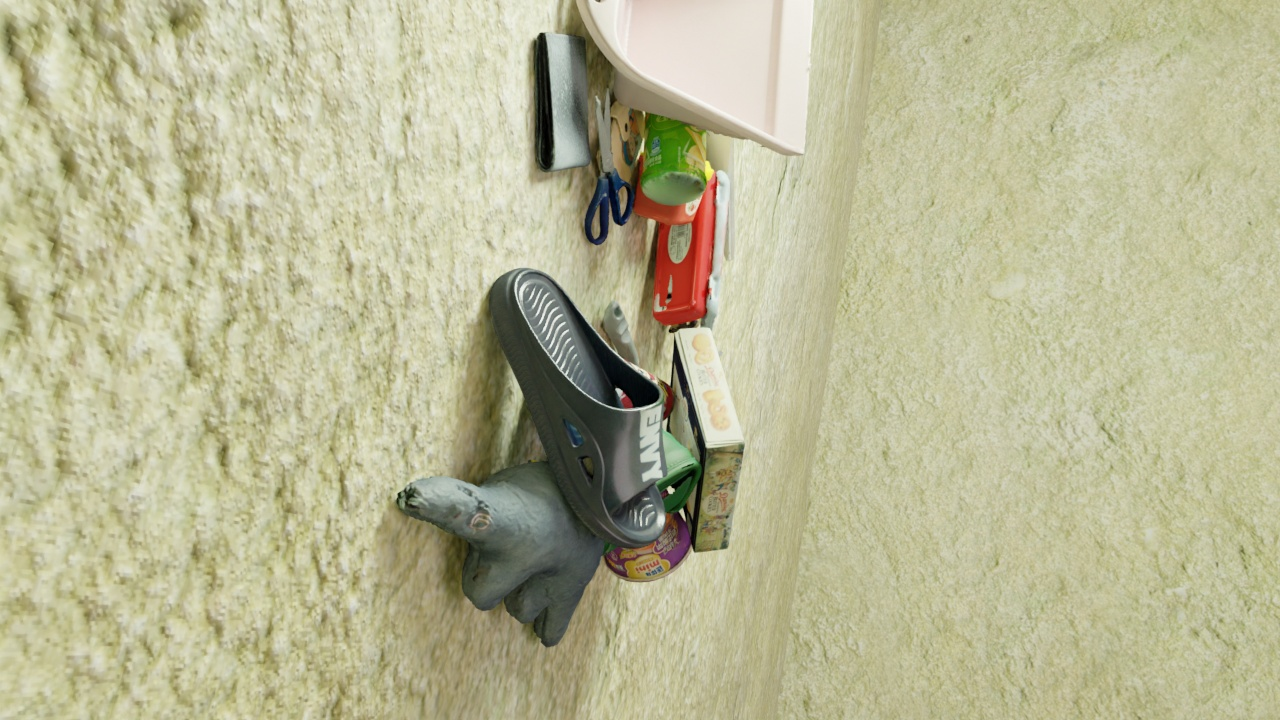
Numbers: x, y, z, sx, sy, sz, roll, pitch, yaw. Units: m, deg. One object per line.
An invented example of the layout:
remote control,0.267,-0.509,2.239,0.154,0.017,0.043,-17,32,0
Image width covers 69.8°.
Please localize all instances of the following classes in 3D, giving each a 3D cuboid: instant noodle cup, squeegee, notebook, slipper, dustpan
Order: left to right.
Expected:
slipper,-0.035,0.037,0.777,0.268,0.083,0.110,64,32,-6
squeegee,-0.006,0.006,1.086,0.246,0.039,0.247,-55,145,-22
instant noodle cup,-0.003,0.184,1.060,0.111,0.112,0.099,-64,145,-44
dustpan,0.065,-0.342,0.907,0.139,0.273,0.222,118,-25,-77
notebook,0.100,-0.258,1.228,0.150,0.012,0.209,-111,-166,-54

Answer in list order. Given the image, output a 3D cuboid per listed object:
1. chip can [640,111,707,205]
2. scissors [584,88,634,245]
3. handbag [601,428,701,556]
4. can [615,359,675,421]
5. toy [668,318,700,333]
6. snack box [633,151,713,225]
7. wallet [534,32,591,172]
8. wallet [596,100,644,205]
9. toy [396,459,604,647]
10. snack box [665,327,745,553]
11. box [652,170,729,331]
chip can,0.039,-0.278,1.004,0.072,0.073,0.221,50,39,-65
scissors,-0.027,-0.196,0.920,0.128,0.012,0.173,-22,135,-54
handbag,-0.010,0.134,0.927,0.131,0.068,0.120,-27,148,-34
can,-0.016,0.030,0.999,0.132,0.053,0.053,29,68,-55
toy,0.063,-0.114,1.228,0.105,0.066,0.157,-22,-123,62
snack box,0.034,-0.203,1.078,0.091,0.082,0.080,-25,134,-68
wallet,-0.070,-0.237,0.843,0.097,0.019,0.121,-42,134,-66
wallet,-0.021,-0.236,0.982,0.087,0.024,0.115,76,27,-56
toy,-0.098,0.160,0.809,0.137,0.091,0.356,-47,149,-14
snack box,0.068,0.089,1.032,0.177,0.045,0.183,-103,-168,-46
box,0.080,-0.135,1.146,0.091,0.095,0.201,22,67,-45
